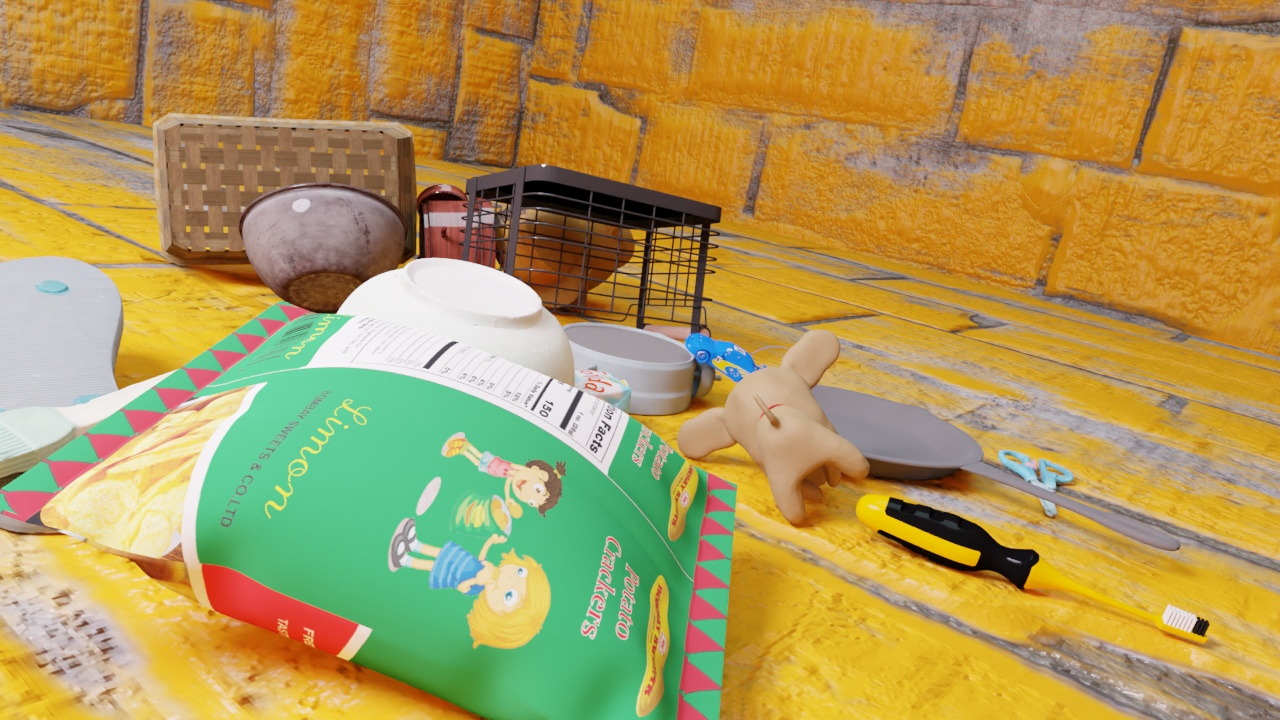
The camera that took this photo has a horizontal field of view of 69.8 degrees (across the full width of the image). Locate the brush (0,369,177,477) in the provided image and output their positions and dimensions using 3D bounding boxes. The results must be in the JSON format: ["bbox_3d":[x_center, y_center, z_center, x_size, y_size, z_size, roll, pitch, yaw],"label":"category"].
[{"bbox_3d":[-0.246,0.015,0.471,0.033,0.012,0.217,27,27,18],"label":"brush"}]

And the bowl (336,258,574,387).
[{"bbox_3d":[-0.107,-0.012,0.542,0.153,0.073,0.153,17,20,-7],"label":"bowl"}]

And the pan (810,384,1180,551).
[{"bbox_3d":[0.219,0.076,0.705,0.216,0.024,0.355,-4,19,-46],"label":"pan"}]

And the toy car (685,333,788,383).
[{"bbox_3d":[0.090,-0.011,0.755,0.092,0.062,0.033,33,21,-10],"label":"toy car"}]

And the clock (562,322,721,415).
[{"bbox_3d":[-0.005,0.005,0.780,0.159,0.045,0.122,-2,20,-39],"label":"clock"}]

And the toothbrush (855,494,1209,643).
[{"bbox_3d":[0.220,0.120,0.530,0.197,0.031,0.031,20,19,17],"label":"toothbrush"}]

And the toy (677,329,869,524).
[{"bbox_3d":[0.095,0.048,0.596,0.106,0.134,0.108,52,5,-14],"label":"toy"}]

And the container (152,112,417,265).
[{"bbox_3d":[-0.358,-0.172,0.941,0.249,0.157,0.186,-2,9,-18],"label":"container"}]

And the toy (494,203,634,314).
[{"bbox_3d":[-0.095,-0.131,1.048,0.199,0.162,0.203,-25,0,16],"label":"toy"}]

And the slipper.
[{"bbox_3d":[-0.327,0.018,0.493,0.098,0.055,0.269,-2,30,-35],"label":"slipper"}]

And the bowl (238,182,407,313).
[{"bbox_3d":[-0.282,-0.090,0.824,0.145,0.067,0.145,-9,-24,-4],"label":"bowl"}]

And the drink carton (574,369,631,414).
[{"bbox_3d":[-0.069,0.026,0.653,0.128,0.039,0.044,4,16,-26],"label":"drink carton"}]

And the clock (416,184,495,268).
[{"bbox_3d":[-0.203,-0.123,0.994,0.072,0.121,0.157,-2,25,-17],"label":"clock"}]

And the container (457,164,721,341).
[{"bbox_3d":[-0.052,-0.094,0.880,0.241,0.130,0.163,6,0,-35],"label":"container"}]

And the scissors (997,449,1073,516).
[{"bbox_3d":[0.320,0.100,0.727,0.063,0.015,0.138,17,21,10],"label":"scissors"}]

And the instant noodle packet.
[{"bbox_3d":[-0.080,0.056,0.384,0.252,0.090,0.195,22,25,-1],"label":"instant noodle packet"}]
